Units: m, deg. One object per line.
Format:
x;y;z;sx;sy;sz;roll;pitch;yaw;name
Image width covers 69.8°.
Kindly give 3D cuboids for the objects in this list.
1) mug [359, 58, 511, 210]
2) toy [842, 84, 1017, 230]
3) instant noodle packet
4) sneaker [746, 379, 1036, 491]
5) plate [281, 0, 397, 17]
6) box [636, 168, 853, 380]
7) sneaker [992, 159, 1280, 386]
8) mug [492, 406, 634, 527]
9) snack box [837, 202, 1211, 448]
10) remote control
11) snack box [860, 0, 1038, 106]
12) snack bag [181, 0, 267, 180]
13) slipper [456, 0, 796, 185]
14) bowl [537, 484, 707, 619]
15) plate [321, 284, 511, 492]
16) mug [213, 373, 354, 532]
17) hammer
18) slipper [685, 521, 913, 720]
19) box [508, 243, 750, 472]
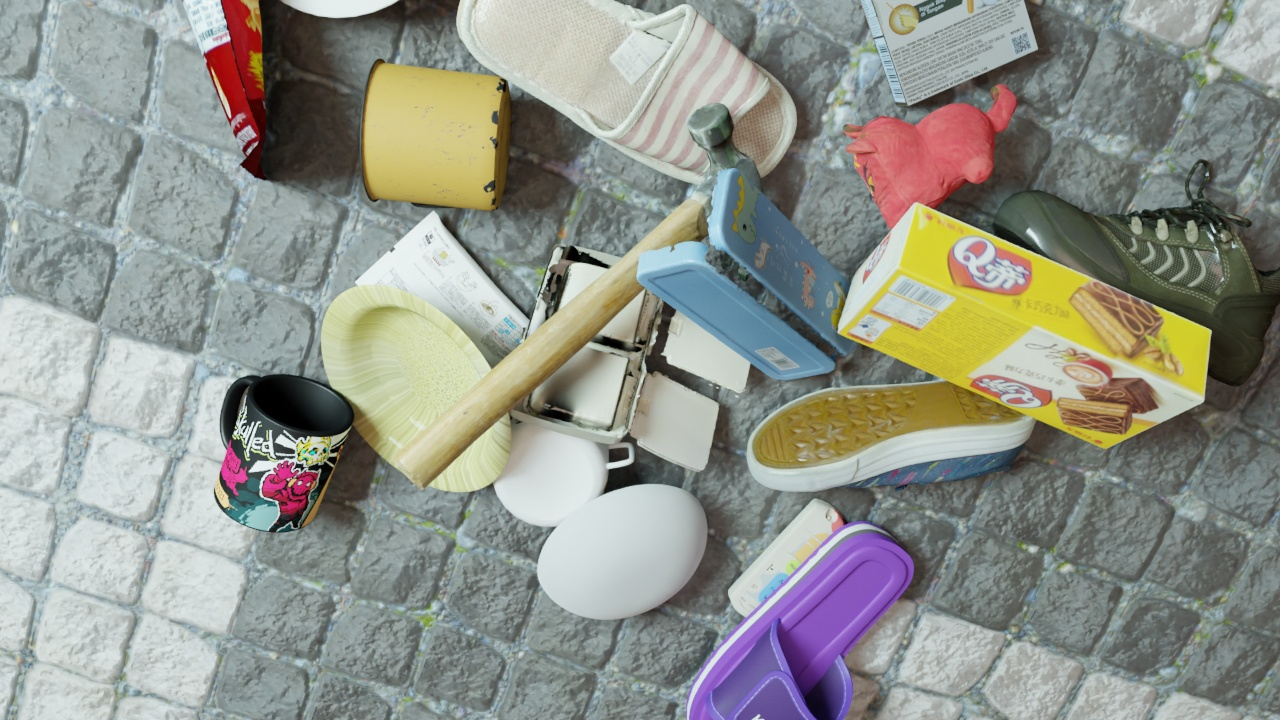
-0.146;-0.155;0.677;0.094;0.100;0.124;6;146;-4;mug
0.216;-0.165;0.677;0.133;0.088;0.094;-40;99;9;toy
-0.152;-0.041;0.739;0.087;0.026;0.134;-40;102;10;instant noodle packet
0.204;0.071;0.757;0.235;0.087;0.079;-10;131;0;sneaker
-0.204;-0.355;0.604;0.243;0.016;0.242;5;102;23;plate
0.085;-0.056;0.684;0.209;0.073;0.085;33;66;-46;box
0.398;-0.091;0.692;0.238;0.101;0.143;28;102;-9;sneaker
-0.062;0.083;0.753;0.115;0.068;0.094;-7;106;2;mug
0.274;-0.020;0.673;0.230;0.110;0.061;23;64;0;snack box
0.128;0.176;0.808;0.038;0.018;0.126;39;100;-10;remote control
0.208;-0.294;0.667;0.101;0.031;0.186;-23;105;6;snack box
-0.294;-0.230;0.635;0.066;0.139;0.208;-12;101;-24;snack bag
0.000;-0.202;0.651;0.262;0.052;0.115;21;112;-22;slipper
-0.007;0.170;0.756;0.149;0.043;0.150;-13;132;-15;bowl
-0.169;0.017;0.725;0.184;0.036;0.185;16;126;23;plate
-0.299;0.064;0.743;0.118;0.081;0.098;37;113;23;mug
-0.038;-0.030;0.653;0.330;0.033;0.132;-42;136;-10;hammer
0.141;0.266;0.788;0.107;0.084;0.267;32;102;-24;slipper
-0.005;0.002;0.721;0.187;0.058;0.144;20;71;-12;box
